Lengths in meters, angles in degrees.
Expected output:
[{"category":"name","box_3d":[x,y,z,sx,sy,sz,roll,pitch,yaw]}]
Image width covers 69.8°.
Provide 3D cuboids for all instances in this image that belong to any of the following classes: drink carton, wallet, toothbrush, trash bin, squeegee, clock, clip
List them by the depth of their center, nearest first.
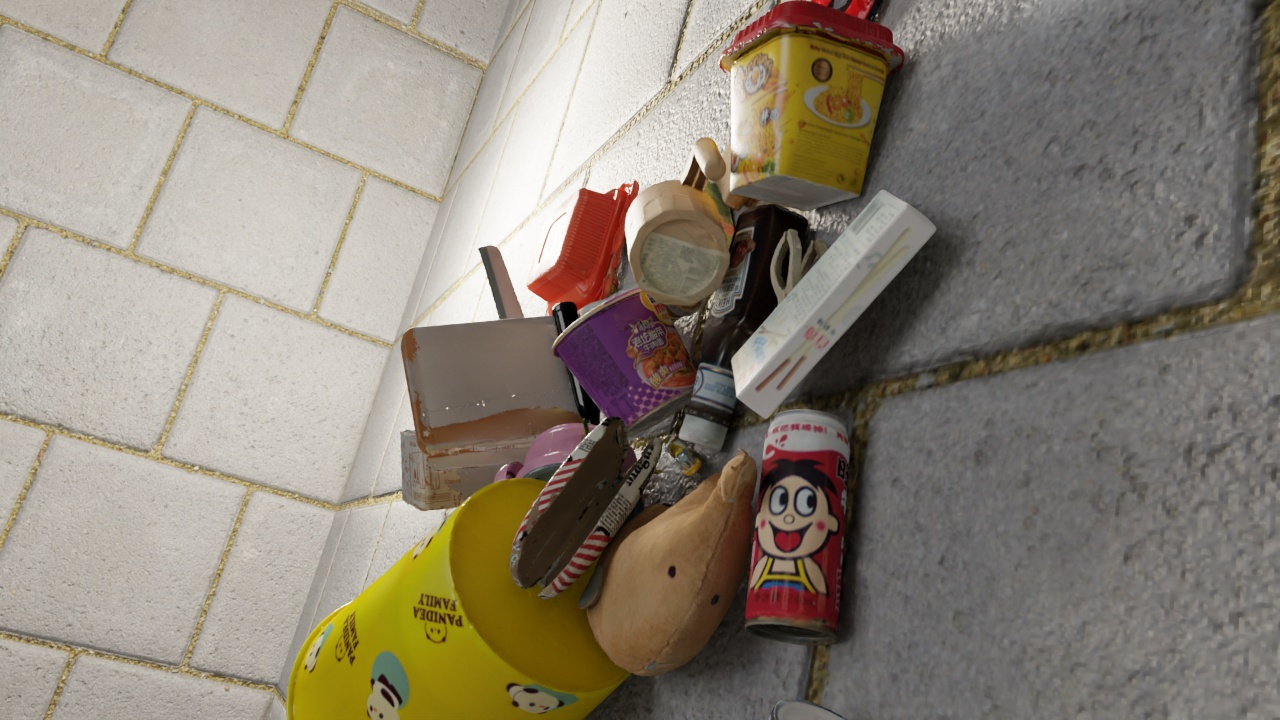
[{"category":"clip","box_3d":[0.114,-0.047,0.680,0.062,0.034,0.097,-10,70,64]},{"category":"toothbrush","box_3d":[0.030,0.070,0.708,0.016,0.018,0.191,-44,1,-1]},{"category":"trash bin","box_3d":[-0.138,0.243,0.769,0.256,0.229,0.229,-47,30,34]},{"category":"clock","box_3d":[-0.067,0.120,0.827,0.159,0.117,0.059,-37,31,30]},{"category":"wallet","box_3d":[0.107,-0.201,0.834,0.115,0.033,0.090,-59,21,25]},{"category":"drink carton","box_3d":[0.055,-0.127,0.868,0.054,0.045,0.122,-53,26,36]},{"category":"toothbrush","box_3d":[-0.053,0.041,0.912,0.027,0.026,0.212,131,129,-58]},{"category":"squeegee","box_3d":[-0.069,-0.050,1.060,0.250,0.040,0.247,-17,89,44]}]

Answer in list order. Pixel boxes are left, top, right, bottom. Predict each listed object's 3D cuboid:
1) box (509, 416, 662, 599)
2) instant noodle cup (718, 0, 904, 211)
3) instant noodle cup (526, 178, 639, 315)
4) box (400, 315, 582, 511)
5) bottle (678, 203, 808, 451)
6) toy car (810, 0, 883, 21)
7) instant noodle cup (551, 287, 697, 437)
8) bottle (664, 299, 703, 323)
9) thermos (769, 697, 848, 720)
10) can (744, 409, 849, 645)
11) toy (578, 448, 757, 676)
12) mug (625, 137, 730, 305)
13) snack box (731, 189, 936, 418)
[{"category":"box","box_3d":[-0.030,0.117,0.695,0.163,0.081,0.075,-53,-26,-45]},{"category":"instant noodle cup","box_3d":[0.122,-0.185,0.691,0.116,0.116,0.123,178,100,-66]},{"category":"instant noodle cup","box_3d":[-0.077,-0.139,1.150,0.165,0.079,0.188,-24,46,59]},{"category":"box","box_3d":[-0.159,0.050,0.957,0.156,0.182,0.192,170,97,-65]},{"category":"bottle","box_3d":[0.077,-0.025,0.729,0.080,0.044,0.194,-176,105,-73]},{"category":"toy car","box_3d":[0.173,-0.305,0.775,0.049,0.031,0.106,-56,27,31]},{"category":"instant noodle cup","box_3d":[-0.005,0.005,0.787,0.099,0.111,0.112,57,137,11]},{"category":"bottle","box_3d":[-0.003,-0.036,0.904,0.207,0.059,0.059,-25,47,60]},{"category":"thermos","box_3d":[0.052,0.290,0.471,0.224,0.073,0.073,-65,22,10]},{"category":"can","box_3d":[0.096,0.099,0.554,0.053,0.053,0.132,-34,41,56]},{"category":"toy","box_3d":[0.027,0.139,0.618,0.227,0.082,0.143,132,155,-57]},{"category":"mug","box_3d":[0.037,-0.114,0.745,0.103,0.084,0.125,-92,24,-68]},{"category":"snack box","box_3d":[0.119,-0.039,0.593,0.157,0.027,0.084,-51,8,15]}]
